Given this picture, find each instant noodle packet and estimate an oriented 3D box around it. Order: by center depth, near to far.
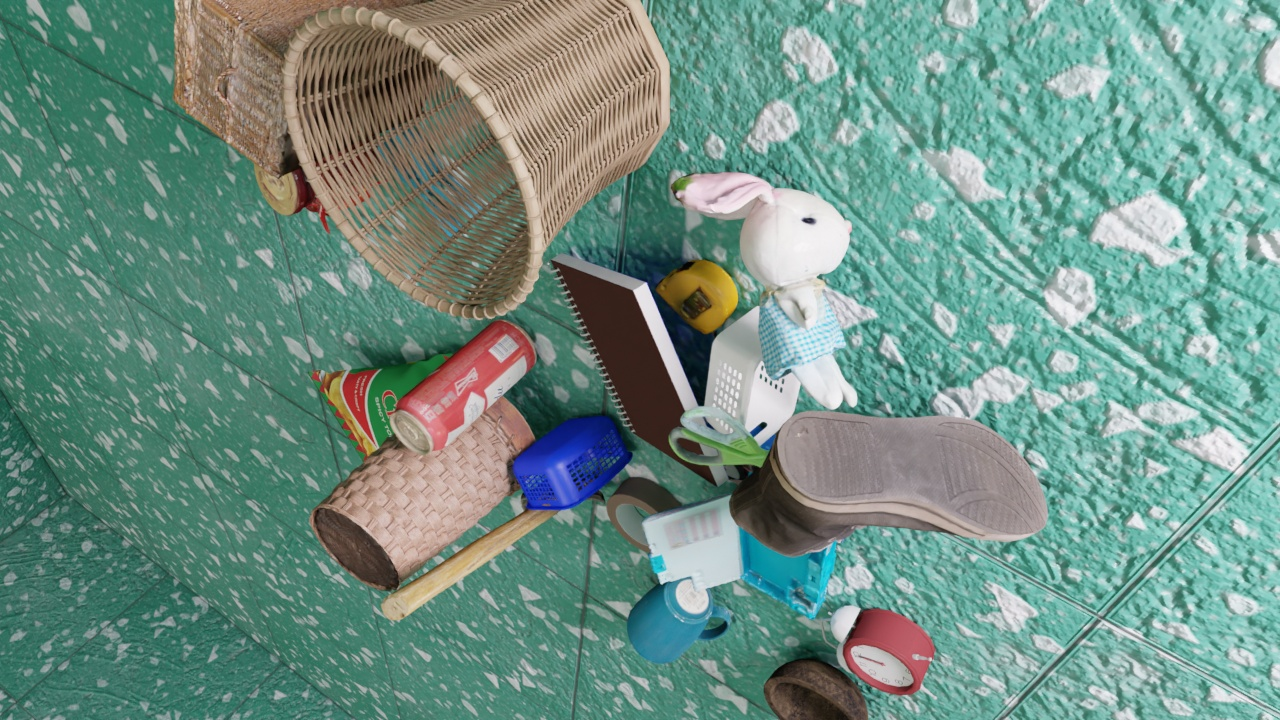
[{"bbox_3d":[-0.292,0.084,1.174,0.253,0.090,0.196,-6,121,31],"label":"instant noodle packet"}]

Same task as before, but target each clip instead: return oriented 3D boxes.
[{"bbox_3d":[-0.201,-0.182,0.897,0.127,0.028,0.114,45,141,-2],"label":"clip"}]

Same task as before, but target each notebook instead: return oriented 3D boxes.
[{"bbox_3d":[-0.005,0.005,0.854,0.172,0.022,0.209,27,146,57],"label":"notebook"}]

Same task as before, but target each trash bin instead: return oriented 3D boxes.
[{"bbox_3d":[-0.230,0.137,0.996,0.151,0.209,0.151,22,136,23],"label":"trash bin"}]

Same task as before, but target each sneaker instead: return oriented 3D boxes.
[{"bbox_3d":[0.191,0.105,0.710,0.234,0.095,0.120,3,152,-16],"label":"sneaker"}]

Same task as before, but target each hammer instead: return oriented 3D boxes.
[{"bbox_3d":[-0.150,0.191,0.977,0.132,0.329,0.033,-16,95,29],"label":"hammer"}]

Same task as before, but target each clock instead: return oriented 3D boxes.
[{"bbox_3d":[0.243,0.296,0.941,0.125,0.044,0.087,9,131,35],"label":"clock"}]

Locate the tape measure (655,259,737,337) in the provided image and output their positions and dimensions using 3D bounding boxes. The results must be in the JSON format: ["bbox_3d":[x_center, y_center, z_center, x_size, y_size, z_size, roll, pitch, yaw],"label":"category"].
[{"bbox_3d":[0.053,-0.055,0.787,0.068,0.030,0.059,46,145,-5],"label":"tape measure"}]

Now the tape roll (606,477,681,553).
[{"bbox_3d":[0.008,0.179,1.050,0.094,0.030,0.094,24,139,23],"label":"tape roll"}]

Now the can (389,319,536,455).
[{"bbox_3d":[-0.182,0.026,0.958,0.067,0.169,0.067,24,138,24],"label":"can"}]

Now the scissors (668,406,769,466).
[{"bbox_3d":[0.107,0.086,0.773,0.175,0.033,0.072,25,131,-7],"label":"scissors"}]

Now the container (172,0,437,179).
[{"bbox_3d":[-0.262,-0.248,0.746,0.113,0.197,0.114,40,135,5],"label":"container"}]

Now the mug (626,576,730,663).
[{"bbox_3d":[0.053,0.309,1.106,0.112,0.084,0.104,17,138,-12],"label":"mug"}]

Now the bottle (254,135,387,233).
[{"bbox_3d":[-0.316,-0.189,0.925,0.099,0.110,0.099,21,126,31],"label":"bottle"}]

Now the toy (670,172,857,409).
[{"bbox_3d":[0.113,-0.059,0.664,0.106,0.131,0.205,-29,90,11],"label":"toy"}]

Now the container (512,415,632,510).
[{"bbox_3d":[-0.076,0.107,0.991,0.096,0.114,0.058,-9,110,46],"label":"container"}]

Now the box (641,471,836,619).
[{"bbox_3d":[0.101,0.183,0.899,0.181,0.073,0.227,5,148,11],"label":"box"}]

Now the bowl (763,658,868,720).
[{"bbox_3d":[0.207,0.381,1.044,0.121,0.056,0.121,24,139,23],"label":"bowl"}]

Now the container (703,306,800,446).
[{"bbox_3d":[0.096,0.015,0.780,0.049,0.080,0.129,36,144,28],"label":"container"}]

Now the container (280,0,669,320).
[{"bbox_3d":[-0.108,-0.178,0.676,0.227,0.195,0.227,24,139,23],"label":"container"}]

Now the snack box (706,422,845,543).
[{"bbox_3d":[0.130,0.106,0.850,0.154,0.033,0.088,29,158,17],"label":"snack box"}]
